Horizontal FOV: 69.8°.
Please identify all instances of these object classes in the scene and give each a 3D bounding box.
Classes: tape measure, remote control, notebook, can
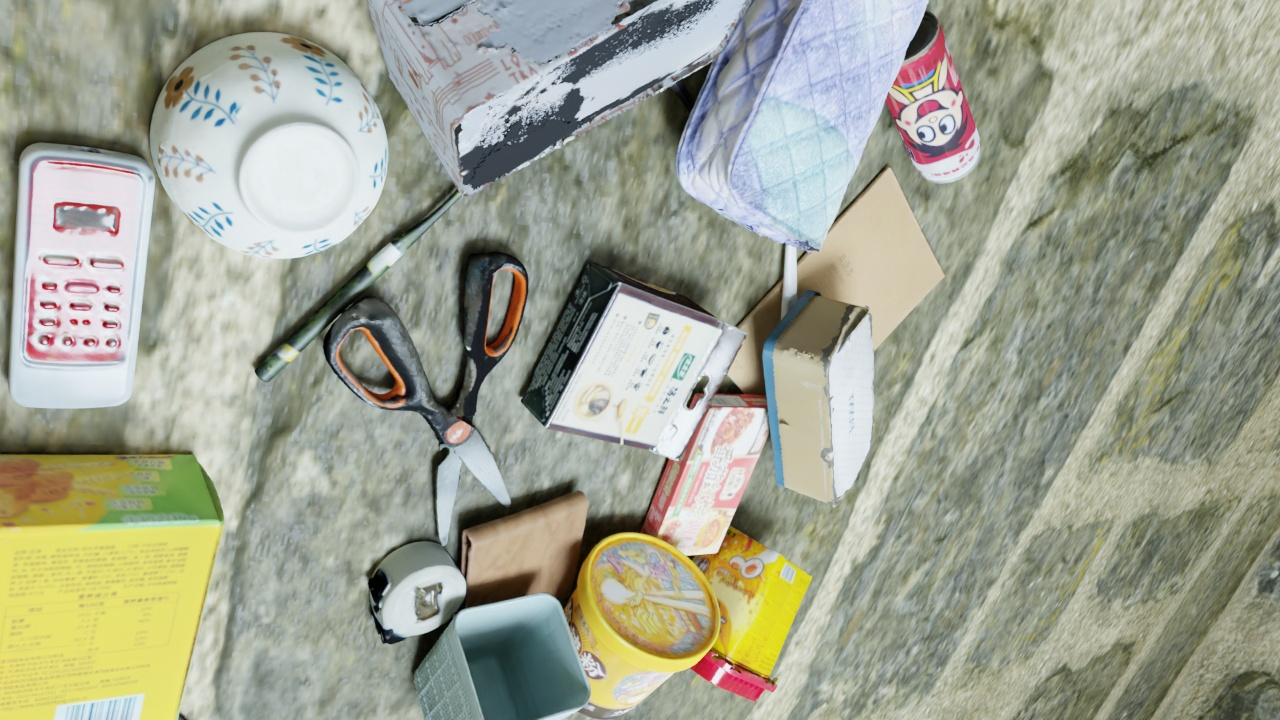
[{"bbox_3d":[-0.160,0.165,0.659,0.065,0.033,0.066,-16,127,-31],"label":"tape measure"},{"bbox_3d":[-0.275,-0.037,0.450,0.055,0.020,0.136,1,117,-38],"label":"remote control"},{"bbox_3d":[0.165,-0.041,0.784,0.211,0.012,0.149,-47,133,-2],"label":"notebook"},{"bbox_3d":[0.216,-0.194,0.691,0.053,0.053,0.133,-47,135,-2],"label":"can"}]

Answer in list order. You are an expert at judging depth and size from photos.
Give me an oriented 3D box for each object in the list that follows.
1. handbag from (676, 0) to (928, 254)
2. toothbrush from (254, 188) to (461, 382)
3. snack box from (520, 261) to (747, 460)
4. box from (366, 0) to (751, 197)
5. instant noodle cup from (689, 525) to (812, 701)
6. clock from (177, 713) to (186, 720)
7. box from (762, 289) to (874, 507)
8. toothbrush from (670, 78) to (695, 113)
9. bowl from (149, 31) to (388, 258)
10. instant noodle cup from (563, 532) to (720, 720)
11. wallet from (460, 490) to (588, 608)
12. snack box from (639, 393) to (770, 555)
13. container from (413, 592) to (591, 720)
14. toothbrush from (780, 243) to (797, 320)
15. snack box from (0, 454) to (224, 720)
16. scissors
[{"bbox_3d":[0.106,-0.178,0.592,0.134,0.075,0.194,19,98,-47],"label":"handbag"},{"bbox_3d":[-0.155,-0.057,0.533,0.185,0.012,0.017,-45,129,-4],"label":"toothbrush"},{"bbox_3d":[-0.004,0.004,0.657,0.125,0.053,0.113,17,107,-43],"label":"snack box"},{"bbox_3d":[-0.067,-0.215,0.436,0.183,0.157,0.193,-32,89,-11],"label":"box"},{"bbox_3d":[0.084,0.223,0.834,0.116,0.116,0.123,39,80,-46],"label":"instant noodle cup"},{"bbox_3d":[-0.313,0.251,0.567,0.055,0.082,0.122,-39,135,-16],"label":"clock"},{"bbox_3d":[0.147,0.029,0.747,0.089,0.060,0.184,-45,137,-36],"label":"box"},{"bbox_3d":[0.016,-0.182,0.578,0.015,0.018,0.181,-46,133,-4],"label":"toothbrush"},{"bbox_3d":[-0.176,-0.099,0.455,0.113,0.062,0.114,-18,126,-26],"label":"bowl"},{"bbox_3d":[-0.015,0.220,0.742,0.118,0.118,0.115,3,134,-38],"label":"instant noodle cup"},{"bbox_3d":[-0.092,0.159,0.712,0.101,0.020,0.115,-15,131,-32],"label":"wallet"},{"bbox_3d":[0.056,0.098,0.775,0.075,0.025,0.153,4,118,-33],"label":"snack box"},{"bbox_3d":[-0.110,0.245,0.690,0.090,0.090,0.112,-2,145,-38],"label":"container"},{"bbox_3d":[0.119,-0.080,0.711,0.016,0.016,0.180,-19,124,-25],"label":"toothbrush"},{"bbox_3d":[-0.344,0.130,0.472,0.209,0.070,0.158,5,114,-39],"label":"snack box"},{"bbox_3d":[-0.118,0.025,0.604,0.210,0.022,0.221,-51,140,-2],"label":"scissors"}]
